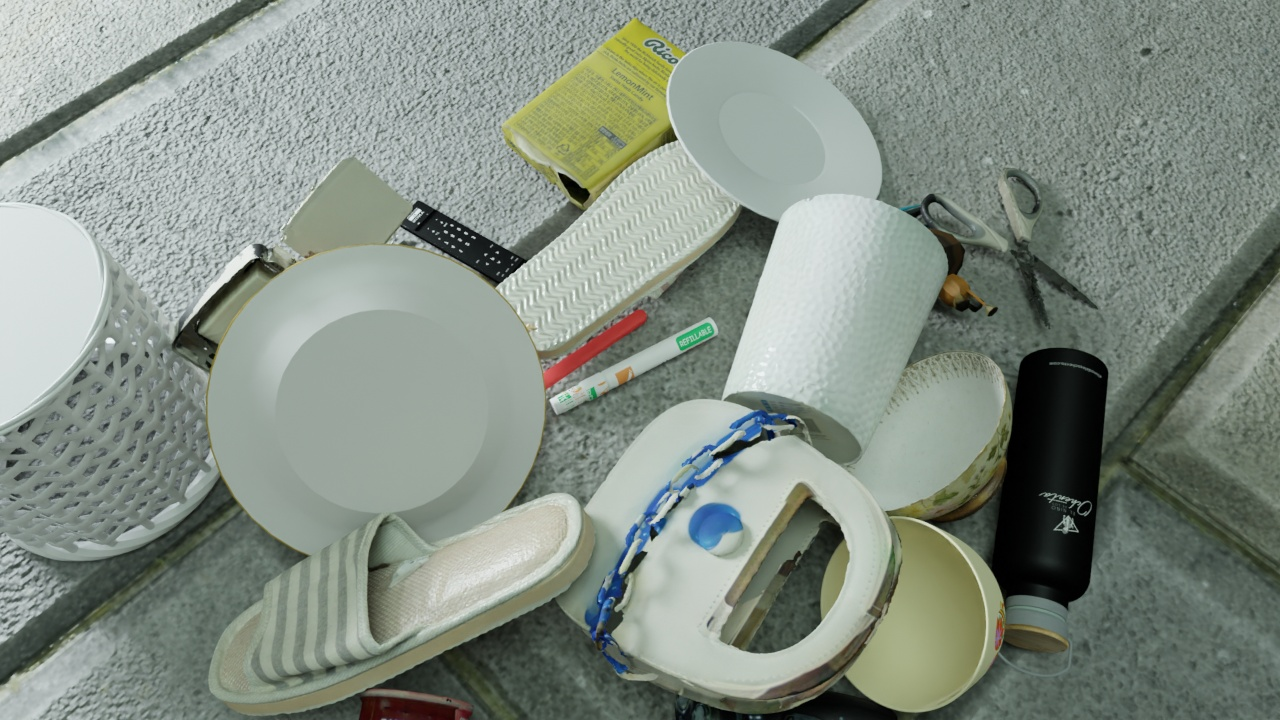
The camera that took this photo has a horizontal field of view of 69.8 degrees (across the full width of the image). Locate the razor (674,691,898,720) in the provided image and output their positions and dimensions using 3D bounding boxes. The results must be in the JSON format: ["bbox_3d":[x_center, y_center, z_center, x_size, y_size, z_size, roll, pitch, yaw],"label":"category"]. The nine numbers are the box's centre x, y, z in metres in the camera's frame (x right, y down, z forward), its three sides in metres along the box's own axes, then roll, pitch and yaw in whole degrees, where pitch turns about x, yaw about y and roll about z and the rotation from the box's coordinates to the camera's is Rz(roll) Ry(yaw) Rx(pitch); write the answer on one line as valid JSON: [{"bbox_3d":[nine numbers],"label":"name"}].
[{"bbox_3d":[0.091,0.230,0.573,0.140,0.064,0.053,-1,63,5],"label":"razor"}]

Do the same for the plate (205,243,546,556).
[{"bbox_3d":[-0.177,0.034,0.636,0.229,0.021,0.230,-2,96,-16],"label":"plate"}]

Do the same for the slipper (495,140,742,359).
[{"bbox_3d":[-0.015,-0.092,0.761,0.115,0.052,0.262,37,65,22],"label":"slipper"}]

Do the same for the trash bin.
[{"bbox_3d":[0.136,-0.017,0.670,0.133,0.133,0.161,20,66,12],"label":"trash bin"}]

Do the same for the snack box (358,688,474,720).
[{"bbox_3d":[-0.148,0.268,0.557,0.072,0.072,0.121,4,62,4],"label":"snack box"}]

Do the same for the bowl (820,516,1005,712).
[{"bbox_3d":[0.187,0.162,0.596,0.074,0.118,0.118,11,51,-42],"label":"bowl"}]

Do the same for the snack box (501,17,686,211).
[{"bbox_3d":[-0.025,-0.222,0.837,0.121,0.045,0.180,41,72,21],"label":"snack box"}]

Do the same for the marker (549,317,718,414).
[{"bbox_3d":[-0.004,0.004,0.727,0.145,0.017,0.017,-27,64,-12],"label":"marker"}]

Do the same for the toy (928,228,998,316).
[{"bbox_3d":[0.242,-0.066,0.733,0.076,0.063,0.100,-1,42,-42],"label":"toy"}]

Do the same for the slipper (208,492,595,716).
[{"bbox_3d":[-0.159,0.148,0.589,0.273,0.054,0.114,-20,37,9],"label":"slipper"}]

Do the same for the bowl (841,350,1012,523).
[{"bbox_3d":[0.207,0.066,0.642,0.063,0.145,0.145,42,65,-19],"label":"bowl"}]

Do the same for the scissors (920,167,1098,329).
[{"bbox_3d":[0.310,-0.103,0.770,0.157,0.013,0.170,17,59,2],"label":"scissors"}]

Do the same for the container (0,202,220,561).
[{"bbox_3d":[-0.411,0.021,0.634,0.189,0.187,0.189,-1,61,1],"label":"container"}]

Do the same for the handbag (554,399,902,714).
[{"bbox_3d":[0.055,0.122,0.578,0.200,0.093,0.200,15,59,38],"label":"handbag"}]

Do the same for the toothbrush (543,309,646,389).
[{"bbox_3d":[-0.078,0.021,0.724,0.212,0.018,0.012,-35,66,-20],"label":"toothbrush"}]

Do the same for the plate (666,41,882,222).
[{"bbox_3d":[0.117,-0.196,0.800,0.208,0.015,0.208,11,57,-18],"label":"plate"}]

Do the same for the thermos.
[{"bbox_3d":[0.283,0.103,0.637,0.061,0.061,0.230,15,63,10],"label":"thermos"}]

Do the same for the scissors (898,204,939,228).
[{"bbox_3d":[0.180,-0.103,0.779,0.136,0.019,0.138,14,64,11],"label":"scissors"}]

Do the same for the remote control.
[{"bbox_3d":[-0.148,-0.098,0.791,0.140,0.009,0.030,30,66,17],"label":"remote control"}]

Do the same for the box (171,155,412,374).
[{"bbox_3d":[-0.231,-0.056,0.687,0.184,0.143,0.099,-43,38,6],"label":"box"}]
